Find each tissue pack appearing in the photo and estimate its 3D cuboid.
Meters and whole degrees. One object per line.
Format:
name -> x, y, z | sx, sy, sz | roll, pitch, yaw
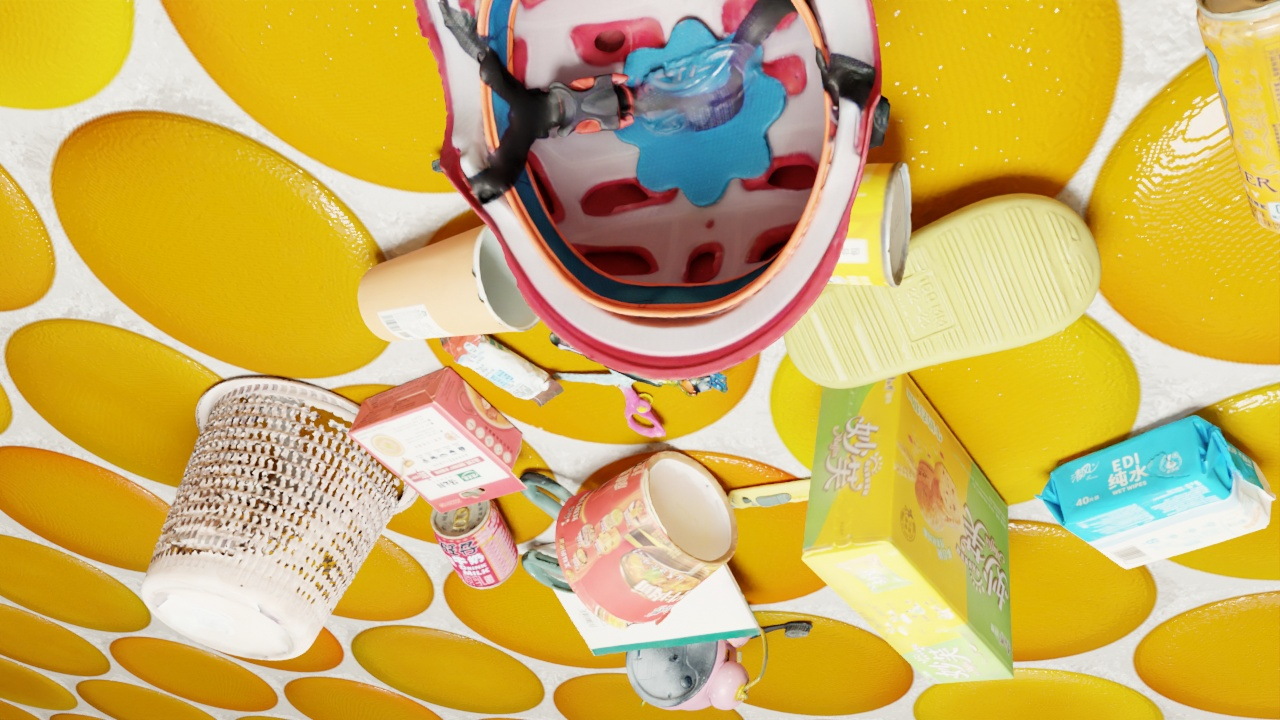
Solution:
tissue pack -> 0.386, 0.100, 0.692 | 0.090, 0.063, 0.140 | 32, 137, -22

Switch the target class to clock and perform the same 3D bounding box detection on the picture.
clock -> 0.063, 0.314, 0.978 | 0.159, 0.117, 0.060 | -16, 142, 32

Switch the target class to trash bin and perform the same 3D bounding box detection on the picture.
trash bin -> -0.342, 0.158, 0.850 | 0.227, 0.191, 0.228 | 8, 138, 7

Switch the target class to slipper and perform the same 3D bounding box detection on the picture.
slipper -> 0.182, -0.046, 0.578 | 0.191, 0.081, 0.091 | -20, 104, 14

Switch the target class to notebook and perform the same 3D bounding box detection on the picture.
notebook -> 0.002, 0.236, 0.943 | 0.210, 0.012, 0.150 | -18, 110, 30

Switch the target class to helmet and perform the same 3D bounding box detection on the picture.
helmet -> 0.017, -0.124, 0.452 | 0.207, 0.143, 0.240 | -6, 105, 22

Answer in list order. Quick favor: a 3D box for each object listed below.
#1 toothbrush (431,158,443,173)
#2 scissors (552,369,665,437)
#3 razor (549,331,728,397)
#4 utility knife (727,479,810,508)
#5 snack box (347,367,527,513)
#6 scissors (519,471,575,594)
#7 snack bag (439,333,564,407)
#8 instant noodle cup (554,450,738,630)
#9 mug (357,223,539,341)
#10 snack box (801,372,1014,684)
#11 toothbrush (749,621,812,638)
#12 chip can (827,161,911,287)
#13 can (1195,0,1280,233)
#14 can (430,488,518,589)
toothbrush -> -0.053, -0.146, 0.569 | 0.186, 0.017, 0.012 | -12, 96, 26
scissors -> -0.006, 0.016, 0.739 | 0.135, 0.017, 0.133 | -15, 128, 32
razor -> -0.004, 0.004, 0.696 | 0.143, 0.022, 0.043 | 17, 167, 9
utility knife -> 0.121, 0.121, 0.826 | 0.214, 0.022, 0.031 | -9, 128, 29
snack box -> -0.175, 0.074, 0.824 | 0.113, 0.044, 0.127 | -19, 129, 30
scissors -> -0.075, 0.173, 0.897 | 0.171, 0.019, 0.179 | -6, 119, 42
snack bag -> -0.113, 0.003, 0.742 | 0.104, 0.026, 0.048 | 32, 142, -21
instant noodle cup -> 0.010, 0.150, 0.803 | 0.138, 0.137, 0.109 | 34, 126, -22
mug -> -0.138, -0.050, 0.657 | 0.123, 0.078, 0.078 | -10, 134, 30
snack box -> 0.210, 0.128, 0.698 | 0.070, 0.157, 0.210 | -19, 130, 36
toothbrush -> 0.107, 0.313, 1.038 | 0.190, 0.016, 0.014 | -17, 123, 31
chip can -> 0.047, -0.082, 0.546 | 0.214, 0.071, 0.072 | 4, 139, 25
can -> 0.324, -0.131, 0.456 | 0.058, 0.058, 0.146 | -19, 129, 31
can -> -0.166, 0.177, 0.918 | 0.066, 0.066, 0.094 | 0, 137, 14
